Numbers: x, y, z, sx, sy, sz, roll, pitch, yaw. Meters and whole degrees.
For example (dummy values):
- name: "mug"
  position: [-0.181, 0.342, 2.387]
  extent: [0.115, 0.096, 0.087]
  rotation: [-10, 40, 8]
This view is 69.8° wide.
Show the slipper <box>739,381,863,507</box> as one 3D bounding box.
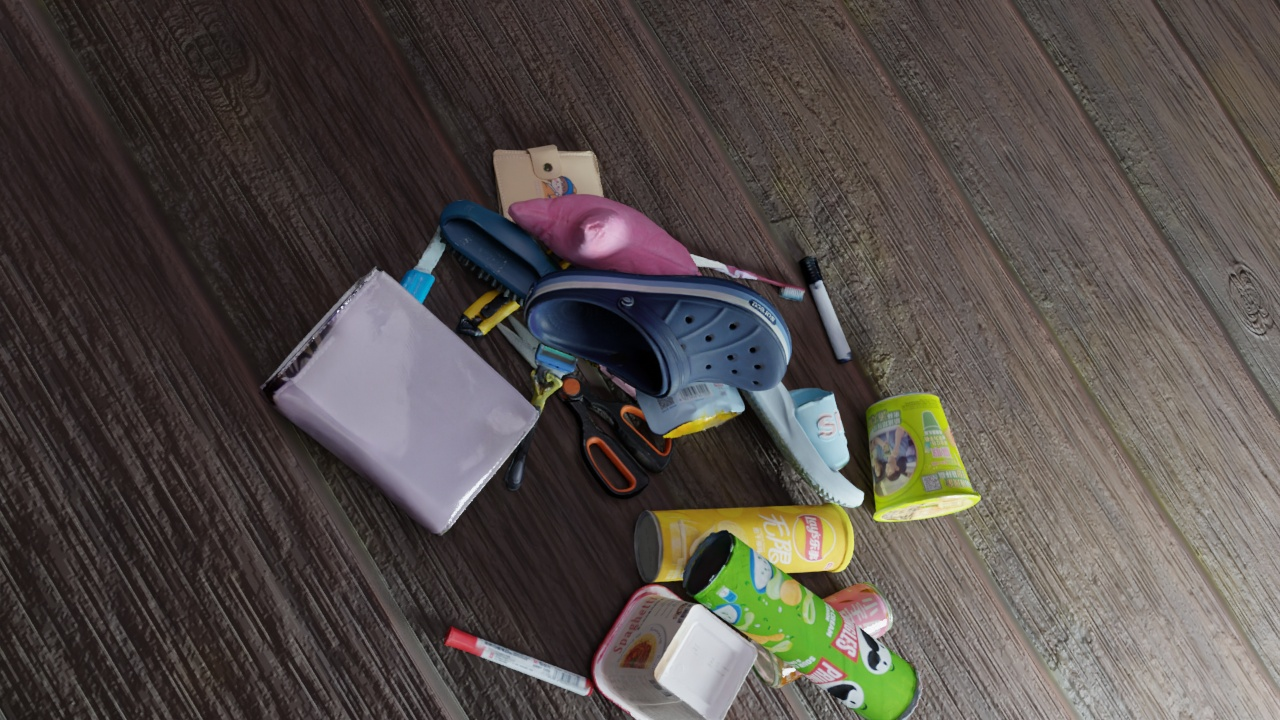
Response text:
- name: "slipper"
  position: [0.156, 0.043, 0.946]
  extent: [0.074, 0.104, 0.245]
  rotation: [-34, 92, -2]

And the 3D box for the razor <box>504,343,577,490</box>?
- name: "razor"
  position: [-0.103, 0.057, 0.887]
  extent: [0.042, 0.022, 0.142]
  rotation: [20, 84, -19]

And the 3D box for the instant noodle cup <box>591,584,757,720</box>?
- name: "instant noodle cup"
  position: [0.035, 0.273, 0.833]
  extent: [0.116, 0.124, 0.116]
  rotation: [39, 65, -8]

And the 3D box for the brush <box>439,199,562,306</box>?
- name: "brush"
  position: [-0.131, -0.105, 0.885]
  extent: [0.144, 0.074, 0.055]
  rotation: [38, 63, -1]

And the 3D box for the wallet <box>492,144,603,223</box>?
- name: "wallet"
  position: [-0.096, -0.187, 0.968]
  extent: [0.115, 0.024, 0.087]
  rotation: [-6, 77, -21]

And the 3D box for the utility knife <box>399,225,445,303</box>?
- name: "utility knife"
  position: [-0.224, -0.060, 0.884]
  extent: [0.034, 0.018, 0.224]
  rotation: [32, 67, -17]

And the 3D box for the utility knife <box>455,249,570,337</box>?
- name: "utility knife"
  position: [-0.124, -0.074, 0.926]
  extent: [0.033, 0.015, 0.156]
  rotation: [42, 63, 11]

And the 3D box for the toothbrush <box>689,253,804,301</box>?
- name: "toothbrush"
  position: [0.100, -0.096, 1.023]
  extent: [0.187, 0.016, 0.017]
  rotation: [14, 80, -18]

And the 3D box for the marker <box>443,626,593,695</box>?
- name: "marker"
  position: [-0.109, 0.276, 0.837]
  extent: [0.145, 0.017, 0.017]
  rotation: [25, 68, -13]

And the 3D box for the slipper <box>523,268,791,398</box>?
- name: "slipper"
  position: [0.017, -0.020, 0.835]
  extent: [0.253, 0.105, 0.095]
  rotation: [12, 53, -3]

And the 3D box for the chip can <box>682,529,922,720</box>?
- name: "chip can"
  position: [0.149, 0.249, 0.847]
  extent: [0.236, 0.072, 0.072]
  rotation: [37, 65, -11]

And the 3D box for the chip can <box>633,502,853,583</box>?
- name: "chip can"
  position: [0.104, 0.180, 0.916]
  extent: [0.213, 0.072, 0.072]
  rotation: [2, 75, -21]

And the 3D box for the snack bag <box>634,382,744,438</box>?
- name: "snack bag"
  position: [0.023, -0.017, 0.920]
  extent: [0.110, 0.039, 0.191]
  rotation: [-17, 68, -20]

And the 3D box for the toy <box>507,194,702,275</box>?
- name: "toy"
  position: [-0.025, -0.112, 0.867]
  extent: [0.179, 0.194, 0.074]
  rotation: [19, 95, 16]

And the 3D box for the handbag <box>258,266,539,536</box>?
- name: "handbag"
  position: [-0.210, 0.038, 0.805]
  extent: [0.197, 0.099, 0.144]
  rotation: [44, 62, -18]

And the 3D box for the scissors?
- name: "scissors"
  position: [-0.054, 0.031, 0.929]
  extent: [0.152, 0.022, 0.234]
  rotation: [-17, 76, -29]

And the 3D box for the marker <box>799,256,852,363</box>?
- name: "marker"
  position: [0.215, -0.059, 1.055]
  extent: [0.022, 0.018, 0.130]
  rotation: [-18, 82, -18]

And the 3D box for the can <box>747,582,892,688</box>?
- name: "can"
  position: [0.181, 0.275, 0.926]
  extent: [0.147, 0.058, 0.058]
  rotation: [-17, 82, -24]

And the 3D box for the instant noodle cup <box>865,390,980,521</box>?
- name: "instant noodle cup"
  position: [0.298, 0.103, 0.999]
  extent: [0.111, 0.112, 0.123]
  rotation: [1, 68, -21]

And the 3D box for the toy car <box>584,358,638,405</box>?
- name: "toy car"
  position: [-0.006, 0.006, 0.942]
  extent: [0.122, 0.037, 0.056]
  rotation: [40, 64, -6]
